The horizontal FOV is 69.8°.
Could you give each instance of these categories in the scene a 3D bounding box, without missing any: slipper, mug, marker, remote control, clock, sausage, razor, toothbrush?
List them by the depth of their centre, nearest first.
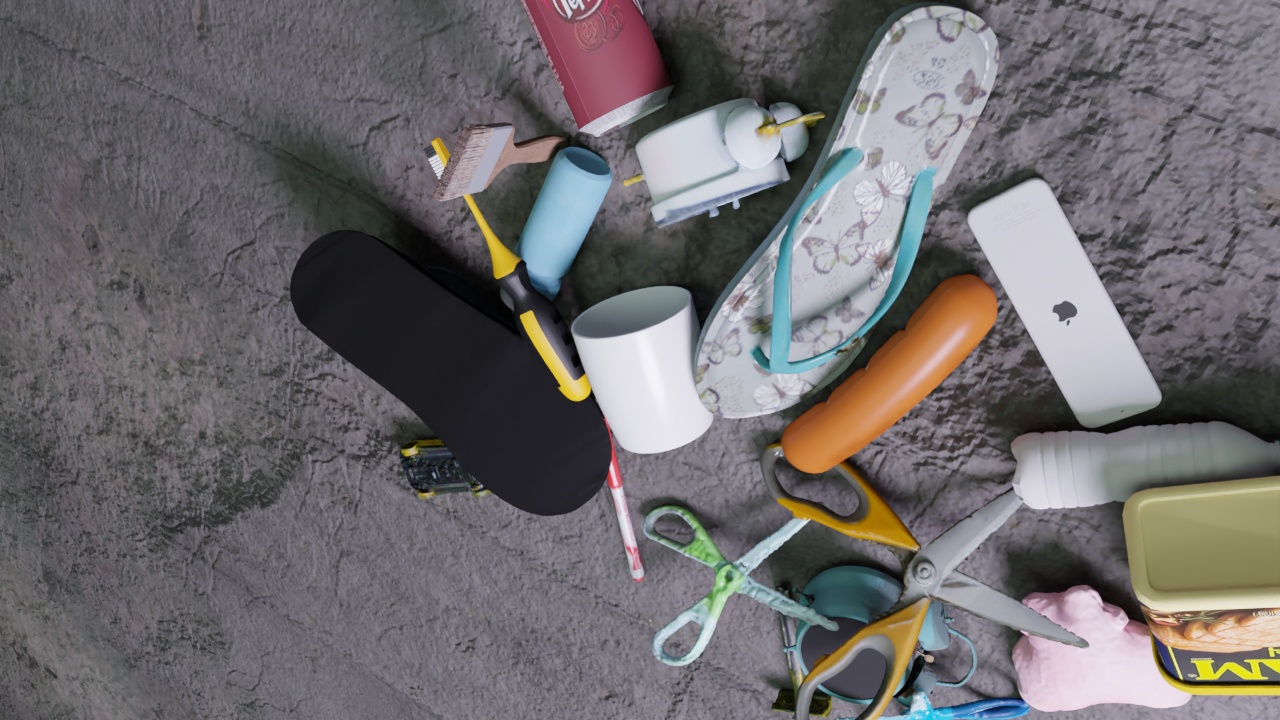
[{"bbox_3d":[0.236,-0.030,0.512,0.045,0.008,0.146,-27,98,34],"label":"remote control"},{"bbox_3d":[0.119,-0.061,0.516,0.098,0.054,0.269,17,119,-21],"label":"slipper"},{"bbox_3d":[0.052,-0.117,0.527,0.118,0.083,0.057,-16,97,33],"label":"clock"},{"bbox_3d":[0.147,0.014,0.552,0.039,0.044,0.165,21,126,-31],"label":"sausage"},{"bbox_3d":[-0.085,-0.057,0.606,0.031,0.031,0.197,-23,107,20],"label":"toothbrush"},{"bbox_3d":[-0.004,0.004,0.621,0.114,0.080,0.088,19,132,55],"label":"mug"},{"bbox_3d":[0.162,0.192,0.624,0.124,0.053,0.090,12,117,19],"label":"clock"},{"bbox_3d":[0.113,0.214,0.679,0.043,0.026,0.106,-3,106,31],"label":"razor"},{"bbox_3d":[-0.128,0.002,0.680,0.265,0.083,0.109,39,100,-7],"label":"slipper"},{"bbox_3d":[-0.016,0.108,0.704,0.013,0.012,0.142,-3,110,28],"label":"marker"}]

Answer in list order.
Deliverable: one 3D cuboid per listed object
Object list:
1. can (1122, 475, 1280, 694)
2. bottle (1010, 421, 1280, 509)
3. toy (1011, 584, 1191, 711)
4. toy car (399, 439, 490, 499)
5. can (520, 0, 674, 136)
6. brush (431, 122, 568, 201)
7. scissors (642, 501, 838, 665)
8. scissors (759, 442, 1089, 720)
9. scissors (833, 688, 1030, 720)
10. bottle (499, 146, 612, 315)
[{"bbox_3d":[0.326,0.113,0.464,0.135,0.075,0.104,-13,136,31],"label":"can"},{"bbox_3d":[0.280,0.058,0.506,0.136,0.044,0.044,-7,108,29],"label":"bottle"},{"bbox_3d":[0.270,0.177,0.562,0.103,0.050,0.093,-24,102,37],"label":"toy"},{"bbox_3d":[-0.156,0.087,0.756,0.107,0.030,0.049,-5,108,32],"label":"toy car"},{"bbox_3d":[-0.029,-0.196,0.544,0.063,0.063,0.114,-18,102,32],"label":"can"},{"bbox_3d":[-0.076,-0.124,0.553,0.008,0.142,0.045,36,115,8],"label":"brush"},{"bbox_3d":[0.063,0.158,0.645,0.171,0.024,0.165,22,87,41],"label":"scissors"},{"bbox_3d":[0.154,0.142,0.574,0.225,0.016,0.229,27,87,27],"label":"scissors"},{"bbox_3d":[0.198,0.241,0.621,0.140,0.011,0.134,-11,142,9],"label":"scissors"},{"bbox_3d":[-0.062,-0.081,0.626,0.040,0.040,0.130,36,123,9],"label":"bottle"}]
